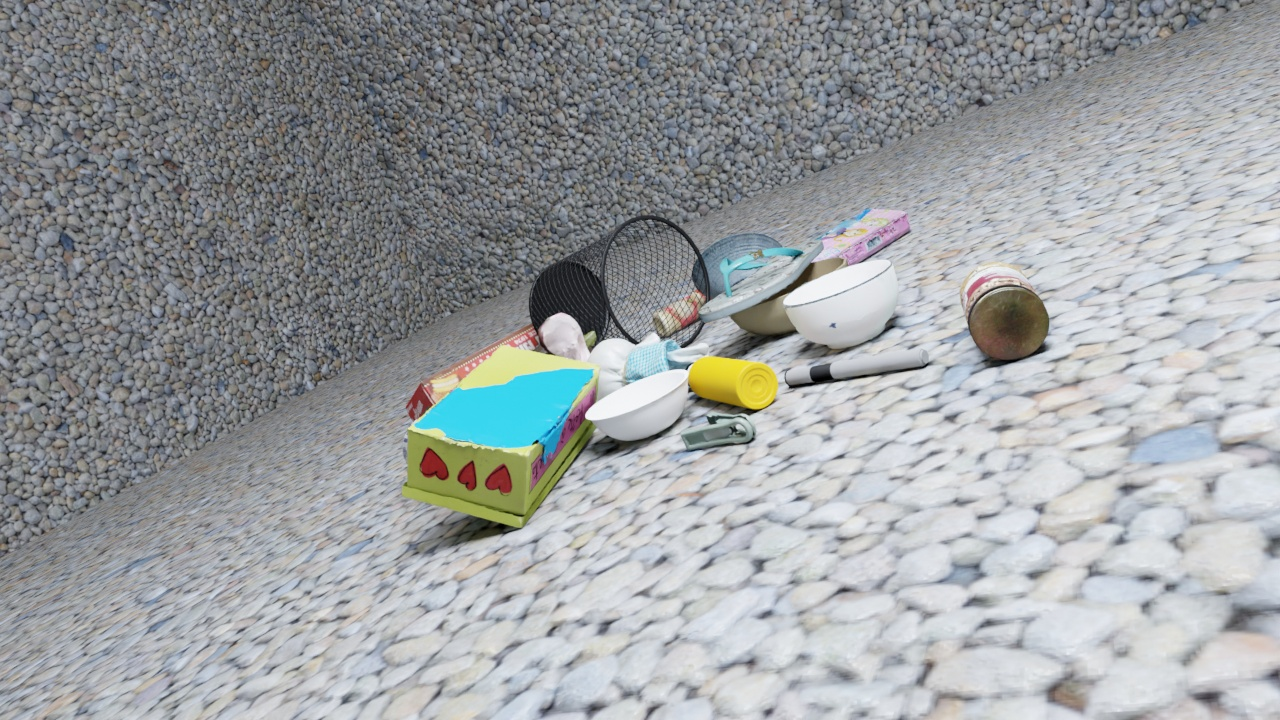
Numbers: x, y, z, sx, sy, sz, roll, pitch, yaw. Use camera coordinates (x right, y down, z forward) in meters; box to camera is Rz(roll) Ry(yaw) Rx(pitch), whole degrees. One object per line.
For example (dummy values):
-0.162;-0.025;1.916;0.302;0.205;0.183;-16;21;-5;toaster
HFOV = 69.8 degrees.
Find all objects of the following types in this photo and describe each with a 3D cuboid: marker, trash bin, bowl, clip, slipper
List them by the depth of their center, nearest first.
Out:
0.071;0.059;0.785;0.059;0.023;0.076;-33;12;-33;clip
0.187;0.007;0.807;0.141;0.016;0.016;-12;16;46;marker
0.004;0.051;0.909;0.110;0.040;0.110;-23;11;5;bowl
0.206;-0.051;0.919;0.113;0.063;0.113;-22;11;4;bowl
0.180;-0.069;1.088;0.152;0.050;0.152;-23;11;5;bowl
0.151;-0.115;1.092;0.098;0.055;0.267;-12;14;37;slipper
-0.041;-0.088;1.286;0.183;0.184;0.211;-32;13;-37;trash bin
0.145;-0.111;1.291;0.137;0.137;0.057;-21;51;12;bowl

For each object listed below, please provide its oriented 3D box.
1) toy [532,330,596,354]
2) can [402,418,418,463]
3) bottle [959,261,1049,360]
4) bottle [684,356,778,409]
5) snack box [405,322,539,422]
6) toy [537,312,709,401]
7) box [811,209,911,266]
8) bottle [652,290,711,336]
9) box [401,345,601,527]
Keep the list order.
-0.110;0.019;1.192;0.179;0.078;0.152;-46;11;14;toy
-0.222;0.101;1.045;0.078;0.078;0.136;-29;12;-24;can
0.286;-0.042;0.727;0.056;0.056;0.105;-20;12;20;bottle
0.082;0.019;0.894;0.043;0.043;0.144;-27;11;-16;bottle
-0.237;0.024;1.407;0.235;0.060;0.113;-31;-6;-33;snack box
-0.006;0.006;1.031;0.206;0.131;0.105;-5;-3;24;toy
0.289;-0.164;1.304;0.229;0.053;0.085;-31;13;-33;box
0.069;-0.074;1.363;0.109;0.044;0.044;-30;13;-23;bottle
-0.126;0.066;0.887;0.124;0.081;0.220;10;25;10;box
